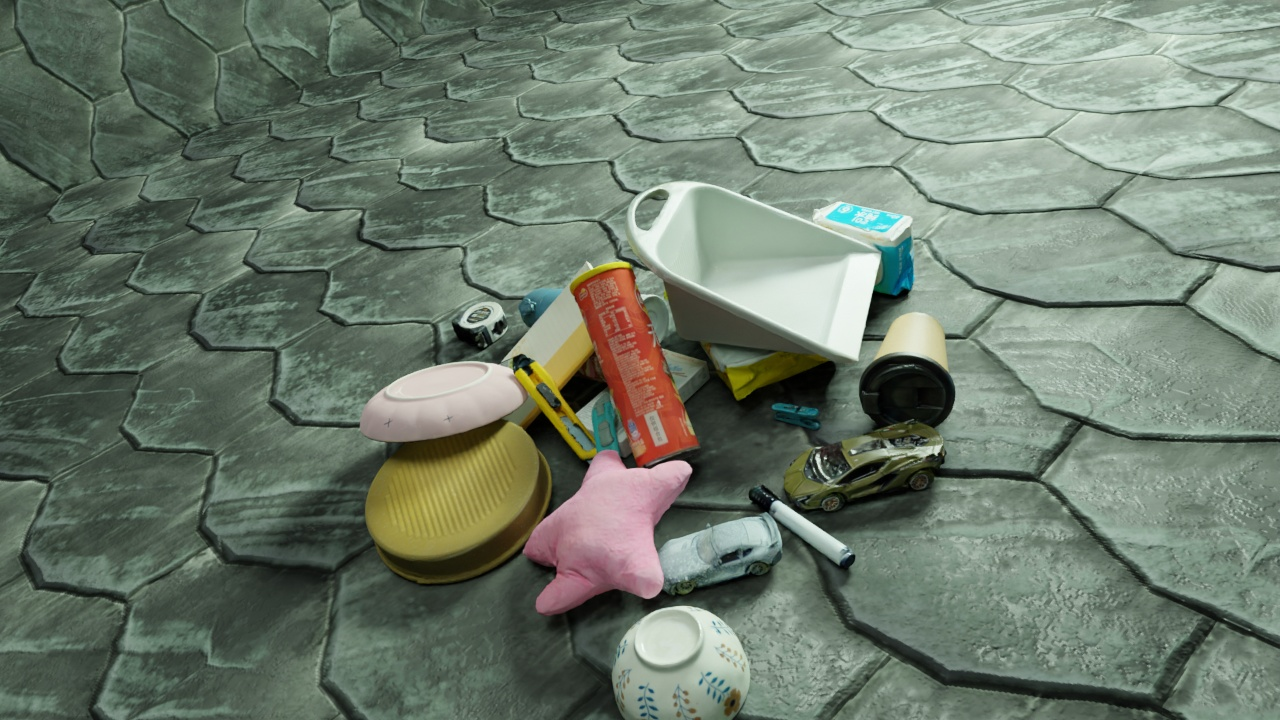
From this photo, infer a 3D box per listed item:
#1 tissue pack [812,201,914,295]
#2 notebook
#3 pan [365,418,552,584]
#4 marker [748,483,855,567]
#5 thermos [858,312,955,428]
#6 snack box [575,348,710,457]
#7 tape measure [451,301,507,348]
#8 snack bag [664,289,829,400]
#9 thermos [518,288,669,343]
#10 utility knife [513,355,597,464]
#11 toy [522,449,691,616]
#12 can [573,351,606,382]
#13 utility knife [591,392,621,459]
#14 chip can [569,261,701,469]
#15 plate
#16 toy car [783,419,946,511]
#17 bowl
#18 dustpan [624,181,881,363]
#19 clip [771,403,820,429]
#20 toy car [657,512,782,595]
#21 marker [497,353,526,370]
[{"bbox_3d":[0.278,-0.139,1.151,0.063,0.090,0.140,-37,41,-30],"label":"tissue pack"},{"bbox_3d":[-0.108,-0.010,1.092,0.206,0.010,0.145,-48,35,12],"label":"notebook"},{"bbox_3d":[-0.217,0.108,1.034,0.197,0.078,0.357,-24,42,-7],"label":"pan"},{"bbox_3d":[0.149,0.152,0.855,0.022,0.018,0.131,-47,41,-11],"label":"marker"},{"bbox_3d":[0.279,0.009,0.951,0.093,0.093,0.142,0,30,21],"label":"thermos"},{"bbox_3d":[0.000,0.044,1.056,0.085,0.027,0.156,18,47,40],"label":"snack box"},{"bbox_3d":[-0.218,-0.050,1.267,0.065,0.034,0.066,-38,42,-26],"label":"tape measure"},{"bbox_3d":[0.138,-0.046,1.094,0.158,0.068,0.246,-19,35,-7],"label":"snack bag"},{"bbox_3d":[-0.066,-0.057,1.171,0.221,0.070,0.070,8,40,42],"label":"thermos"},{"bbox_3d":[-0.086,0.058,1.011,0.033,0.015,0.173,-31,68,-25],"label":"utility knife"},{"bbox_3d":[-0.039,0.156,0.870,0.179,0.074,0.194,-16,36,27],"label":"toy"},{"bbox_3d":[-0.061,-0.007,1.095,0.057,0.058,0.147,-35,24,-26],"label":"can"},{"bbox_3d":[-0.032,0.099,0.971,0.029,0.013,0.160,-25,49,14],"label":"utility knife"},{"bbox_3d":[-0.006,0.006,0.963,0.073,0.073,0.216,-20,77,-7],"label":"chip can"},{"bbox_3d":[-0.224,0.038,1.039,0.192,0.039,0.192,-9,17,3],"label":"plate"},{"bbox_3d":[0.214,0.101,0.884,0.158,0.042,0.070,-18,34,1],"label":"toy car"},{"bbox_3d":[0.029,0.241,0.740,0.113,0.062,0.113,-9,34,6],"label":"bowl"},{"bbox_3d":[0.120,-0.120,1.023,0.258,0.143,0.222,1,38,22],"label":"dustpan"},{"bbox_3d":[0.166,0.058,0.978,0.057,0.046,0.014,9,43,37],"label":"clip"},{"bbox_3d":[0.070,0.175,0.839,0.120,0.037,0.054,-18,35,2],"label":"toy car"},{"bbox_3d":[-0.185,0.017,1.136,0.124,0.018,0.015,-23,-8,33],"label":"marker"}]
